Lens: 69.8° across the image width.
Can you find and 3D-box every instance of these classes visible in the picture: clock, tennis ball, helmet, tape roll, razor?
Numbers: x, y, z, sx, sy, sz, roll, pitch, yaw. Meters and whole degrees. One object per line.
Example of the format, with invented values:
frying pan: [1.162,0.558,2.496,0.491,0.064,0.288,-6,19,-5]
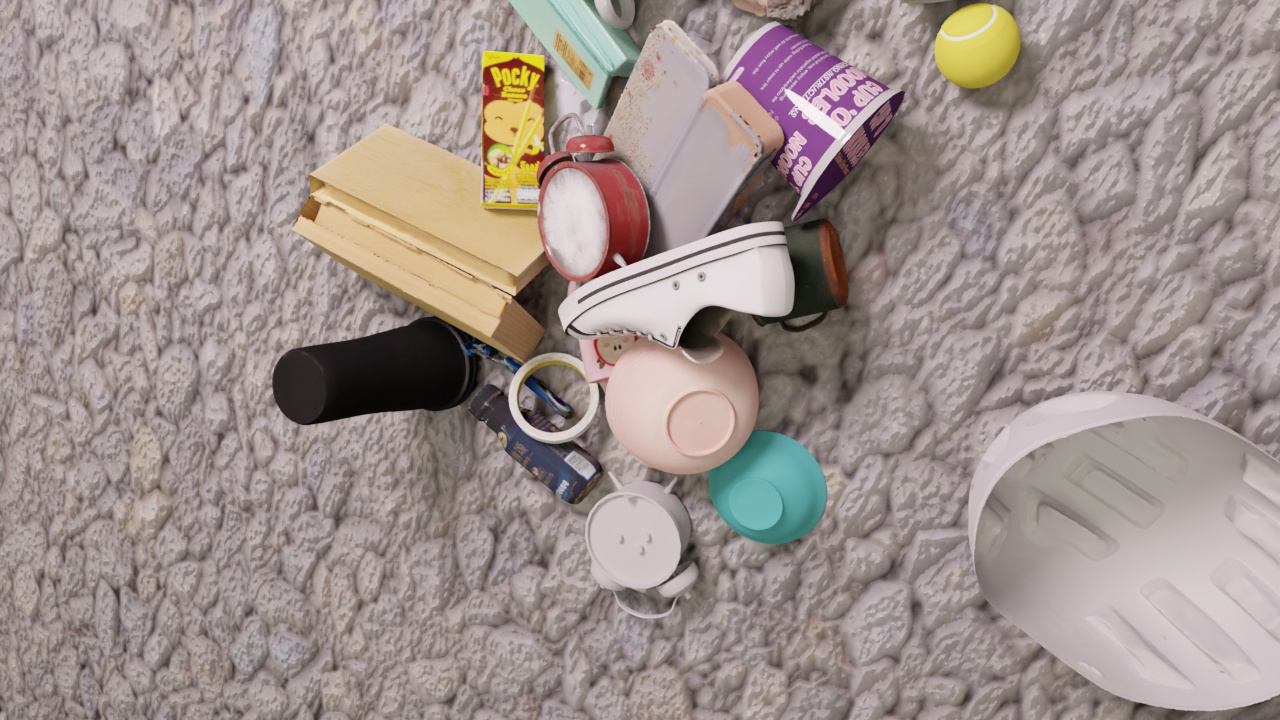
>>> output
clock: [-0.046,-0.151,0.854,0.110,0.061,0.156,-20,86,52]
tennis ball: [0.272,-0.254,0.743,0.065,0.065,0.065,5,105,20]
helmet: [0.405,0.145,0.726,0.282,0.183,0.225,33,118,18]
tape roll: [-0.090,0.039,0.959,0.094,0.019,0.094,0,76,0]
razor: [-0.128,0.017,0.989,0.141,0.043,0.018,36,109,2]
clock: [0.001,0.201,0.968,0.120,0.061,0.159,2,103,21]

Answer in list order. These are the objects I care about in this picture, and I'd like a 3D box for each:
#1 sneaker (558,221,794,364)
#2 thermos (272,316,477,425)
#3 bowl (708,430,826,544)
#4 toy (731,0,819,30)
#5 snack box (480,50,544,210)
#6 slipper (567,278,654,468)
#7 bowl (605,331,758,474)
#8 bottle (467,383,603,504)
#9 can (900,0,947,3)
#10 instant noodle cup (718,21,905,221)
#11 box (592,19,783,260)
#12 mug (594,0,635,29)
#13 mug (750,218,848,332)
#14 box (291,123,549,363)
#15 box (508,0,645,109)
sneaker: [0.032,-0.041,0.804,0.246,0.091,0.097,-16,87,39]
thermos: [-0.268,0.013,0.946,0.106,0.218,0.106,3,98,26]
bowl: [0.120,0.135,0.912,0.121,0.046,0.121,5,105,20]
toy: [0.094,-0.354,0.785,0.176,0.076,0.133,14,123,16]
snack box: [-0.125,-0.224,0.897,0.061,0.026,0.149,0,90,-12]
slipper: [-0.005,0.005,0.925,0.107,0.055,0.221,-18,97,22]
bowl: [0.047,0.046,0.867,0.153,0.076,0.153,-3,107,-9]
bottle: [-0.114,0.087,0.987,0.161,0.056,0.056,39,114,9]
can: [0.238,-0.364,0.721,0.080,0.080,0.146,0,103,22]
instant noodle cup: [0.131,-0.211,0.782,0.122,0.121,0.137,43,105,10]
box: [0.027,-0.177,0.824,0.151,0.043,0.217,54,147,13]
mug: [-0.030,-0.358,0.819,0.083,0.096,0.119,-7,100,23]
mug: [0.145,-0.070,0.838,0.081,0.084,0.111,-12,130,22]
box: [-0.211,-0.119,0.937,0.248,0.141,0.185,26,104,13]
box: [-0.084,-0.324,0.859,0.080,0.077,0.188,-38,88,23]
